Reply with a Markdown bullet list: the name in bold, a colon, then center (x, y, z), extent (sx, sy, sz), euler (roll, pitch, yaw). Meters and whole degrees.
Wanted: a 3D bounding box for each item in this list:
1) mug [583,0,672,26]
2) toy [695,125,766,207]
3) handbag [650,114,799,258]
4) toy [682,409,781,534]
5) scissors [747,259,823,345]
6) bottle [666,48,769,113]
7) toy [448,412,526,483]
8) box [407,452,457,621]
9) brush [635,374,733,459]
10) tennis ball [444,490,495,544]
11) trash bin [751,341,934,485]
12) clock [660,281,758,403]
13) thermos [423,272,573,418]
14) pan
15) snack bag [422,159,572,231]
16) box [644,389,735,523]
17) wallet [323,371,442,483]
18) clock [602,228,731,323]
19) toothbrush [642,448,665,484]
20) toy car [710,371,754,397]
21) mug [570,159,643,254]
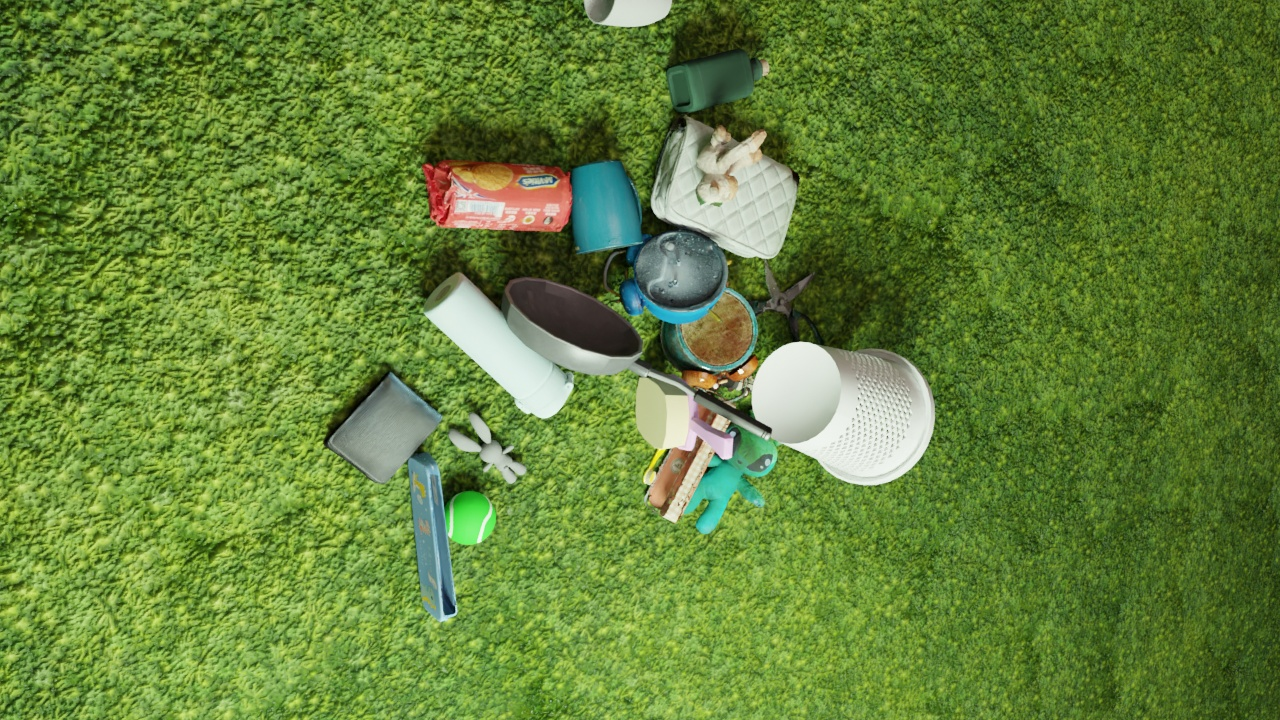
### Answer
- **mug**: center (-0.015, -0.449, 1.091), extent (0.089, 0.071, 0.107), euler (-8, 77, -35)
- **toy**: center (0.103, -0.232, 1.109), extent (0.074, 0.085, 0.106), euler (27, 88, -6)
- **handbag**: center (0.108, -0.220, 1.198), extent (0.194, 0.073, 0.138), euler (21, 83, -29)
- **toy**: center (0.129, 0.154, 1.297), extent (0.130, 0.072, 0.193), euler (41, 80, 8)
- **scissors**: center (0.189, -0.041, 1.313), extent (0.201, 0.015, 0.202), euler (-36, 115, -13)
- **bottle**: center (0.105, -0.360, 1.168), extent (0.131, 0.061, 0.061), euler (-21, 108, -22)
- **toy**: center (-0.187, 0.113, 1.145), extent (0.049, 0.030, 0.111), euler (-40, 123, 3)
- **box**: center (-0.256, 0.216, 1.113), extent (0.037, 0.066, 0.210), euler (-12, 108, -28)
- **brush**: center (0.050, 0.077, 1.147), extent (0.043, 0.229, 0.089), euler (-1, 102, -19)
- **tennis ball**: center (-0.211, 0.194, 1.130), extent (0.065, 0.065, 0.065), euler (-6, 104, -26)
- **trash bin**: center (0.262, 0.061, 1.241), extent (0.199, 0.196, 0.195), euler (17, 94, -47)
- **clock**: center (0.095, -0.019, 1.219), extent (0.121, 0.073, 0.157), euler (-13, 85, -18)
- **thermos**: center (-0.167, -0.012, 1.106), extent (0.078, 0.065, 0.207), euler (-35, 119, 16)
- **pan**: center (-0.006, 0.006, 1.086), extent (0.357, 0.178, 0.041), euler (28, 111, 2)
- **snack bag**: center (-0.163, -0.188, 1.064), extent (0.176, 0.082, 0.082), euler (-2, 102, -27)
- **box**: center (0.069, 0.129, 1.257), extent (0.048, 0.085, 0.187), euler (30, 85, -24)
- **wallet**: center (-0.302, 0.082, 1.081), extent (0.089, 0.026, 0.115), euler (44, 80, -26)
- **clock**: center (0.032, -0.106, 1.158), extent (0.161, 0.060, 0.116), euler (11, 69, 6)
- **toothbrush**: center (0.034, 0.109, 1.265), extent (0.021, 0.016, 0.135), euler (22, 92, -34)
- **toy car**: center (0.117, 0.025, 1.275), extent (0.092, 0.040, 0.037), euler (13, 95, -29)
- **mug**: center (-0.038, -0.190, 1.131), extent (0.112, 0.085, 0.104), euler (-18, 100, -53)
